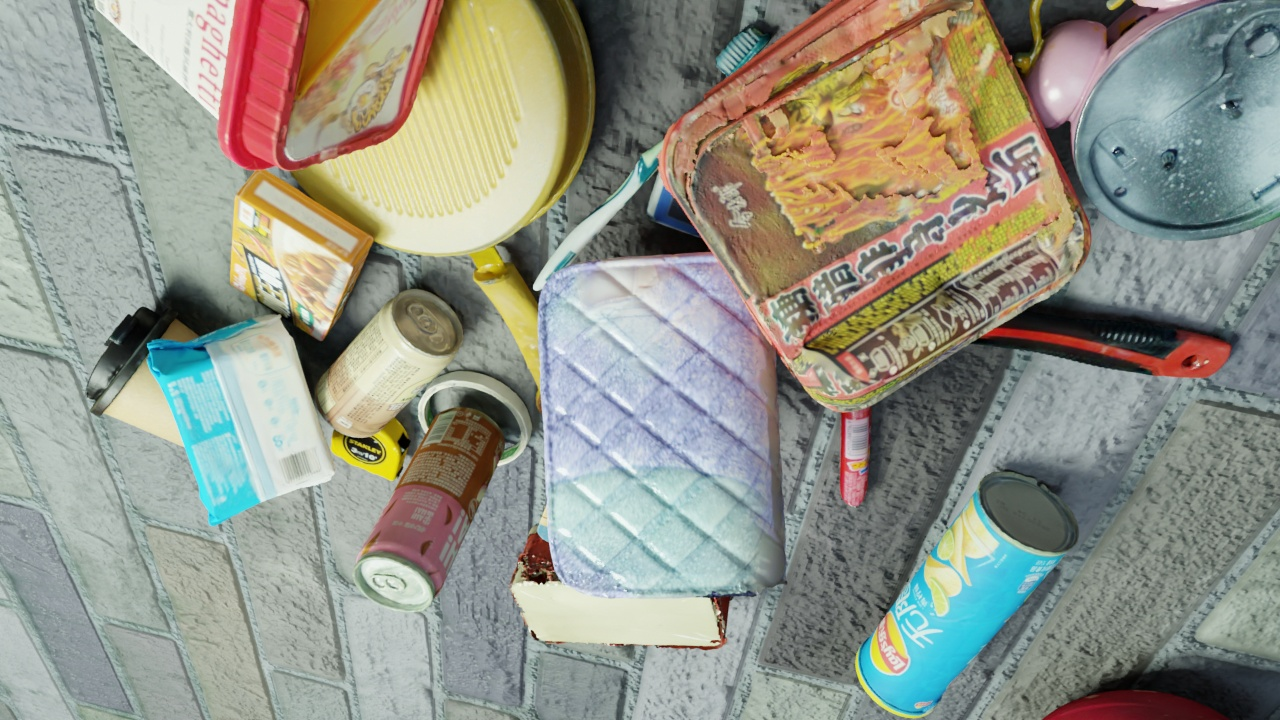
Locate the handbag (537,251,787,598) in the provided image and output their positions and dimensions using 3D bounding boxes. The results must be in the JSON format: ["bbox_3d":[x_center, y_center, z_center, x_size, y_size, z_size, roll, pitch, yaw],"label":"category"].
[{"bbox_3d":[0.014,0.036,0.531,0.134,0.075,0.194,-2,90,8],"label":"handbag"}]

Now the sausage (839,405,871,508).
[{"bbox_3d":[0.145,0.043,0.617,0.020,0.020,0.156,1,127,14],"label":"sausage"}]

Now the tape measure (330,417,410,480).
[{"bbox_3d":[-0.210,0.061,0.718,0.060,0.028,0.057,23,130,-3],"label":"tape measure"}]

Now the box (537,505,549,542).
[{"bbox_3d":[-0.011,0.071,0.645,0.090,0.059,0.185,18,137,-2],"label":"box"}]

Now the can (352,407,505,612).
[{"bbox_3d":[-0.142,0.098,0.633,0.058,0.147,0.058,7,129,9],"label":"can"}]

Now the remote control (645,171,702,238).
[{"bbox_3d":[0.068,-0.086,0.533,0.125,0.024,0.049,19,129,-2],"label":"remote control"}]

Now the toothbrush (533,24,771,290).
[{"bbox_3d":[0.000,-0.108,0.507,0.018,0.016,0.192,43,108,-7],"label":"toothbrush"}]

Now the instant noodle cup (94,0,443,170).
[{"bbox_3d":[-0.175,-0.168,0.427,0.124,0.116,0.117,34,126,9],"label":"instant noodle cup"}]

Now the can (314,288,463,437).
[{"bbox_3d":[-0.178,0.004,0.646,0.058,0.058,0.117,39,127,-17],"label":"can"}]

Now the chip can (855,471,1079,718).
[{"bbox_3d":[0.229,0.175,0.665,0.071,0.071,0.211,18,130,0],"label":"chip can"}]

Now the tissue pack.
[{"bbox_3d":[-0.278,0.040,0.643,0.063,0.089,0.140,23,129,55],"label":"tissue pack"}]

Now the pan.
[{"bbox_3d":[-0.103,-0.093,0.561,0.198,0.078,0.358,-3,120,19],"label":"pan"}]

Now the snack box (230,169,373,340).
[{"bbox_3d":[-0.221,-0.062,0.588,0.075,0.026,0.154,33,154,-13],"label":"snack box"}]

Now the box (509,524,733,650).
[{"bbox_3d":[-0.015,0.186,0.736,0.168,0.075,0.091,-3,127,16],"label":"box"}]

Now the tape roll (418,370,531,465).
[{"bbox_3d":[-0.125,0.045,0.693,0.086,0.013,0.086,8,129,9],"label":"tape roll"}]

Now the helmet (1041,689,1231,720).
[{"bbox_3d":[0.399,0.341,0.710,0.240,0.143,0.208,27,131,-25],"label":"helmet"}]

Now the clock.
[{"bbox_3d":[0.249,-0.132,0.427,0.158,0.059,0.117,36,128,-16],"label":"clock"}]

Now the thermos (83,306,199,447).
[{"bbox_3d":[-0.335,0.028,0.692,0.143,0.092,0.093,37,127,-24],"label":"thermos"}]

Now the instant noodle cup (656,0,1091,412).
[{"bbox_3d":[0.114,-0.086,0.464,0.165,0.079,0.189,-33,113,10],"label":"instant noodle cup"}]

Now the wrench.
[{"bbox_3d":[0.207,-0.016,0.543,0.273,0.016,0.056,5,134,3],"label":"wrench"}]
